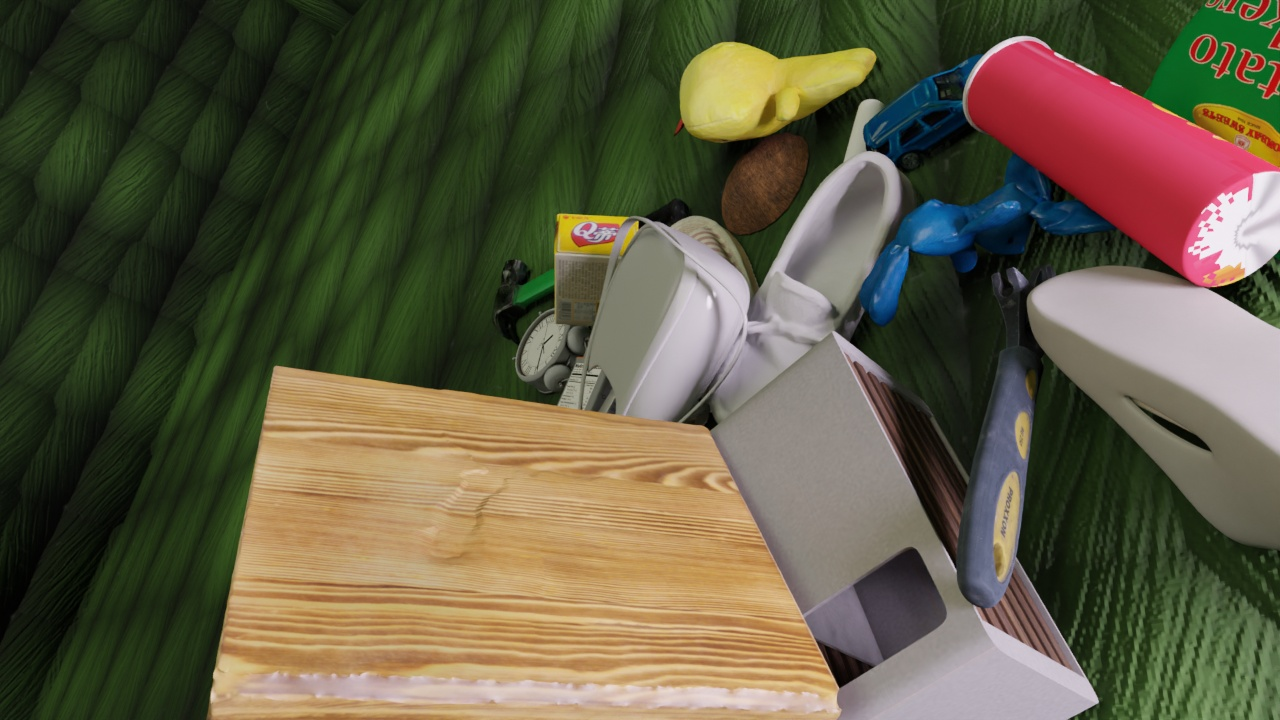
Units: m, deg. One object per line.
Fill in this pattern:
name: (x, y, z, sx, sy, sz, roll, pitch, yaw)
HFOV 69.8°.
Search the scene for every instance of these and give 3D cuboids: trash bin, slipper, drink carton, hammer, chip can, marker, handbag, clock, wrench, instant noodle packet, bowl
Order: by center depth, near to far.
slipper: (0.298, 0.037, 0.446, 0.112, 0.081, 0.266, -18, 34, -20)
instant noodle packet: (0.387, -0.184, 0.479, 0.253, 0.090, 0.195, -60, 29, 27)
wrench: (0.206, 0.024, 0.507, 0.022, 0.073, 0.272, -21, 26, 41)
trash bin: (0.139, 0.114, 0.547, 0.115, 0.114, 0.228, -42, 37, 23)
chip can: (0.284, -0.129, 0.556, 0.069, 0.069, 0.220, -46, 35, 18)
slipper: (0.132, -0.050, 0.712, 0.112, 0.074, 0.247, 32, 90, 44)
handbag: (-0.004, 0.004, 0.754, 0.223, 0.095, 0.215, -62, 23, 13)
marker: (0.184, -0.165, 0.787, 0.023, 0.027, 0.133, 9, 69, 26)
slipper: (0.053, -0.053, 0.845, 0.115, 0.052, 0.262, -44, 37, 18)
drink carton: (-0.050, 0.061, 0.888, 0.076, 0.048, 0.124, 4, 67, 53)
bowl: (0.113, -0.178, 0.888, 0.102, 0.026, 0.114, -6, 59, 50)
clock: (-0.093, -0.009, 1.011, 0.094, 0.035, 0.123, -60, 33, -3)
hammer: (-0.068, -0.109, 1.063, 0.320, 0.032, 0.130, -22, 47, 41)

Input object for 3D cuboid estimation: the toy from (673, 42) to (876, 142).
toy: (0.119, -0.261, 0.881, 0.208, 0.092, 0.133, 3, 30, 29)

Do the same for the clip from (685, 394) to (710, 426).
clip: (0.034, 0.054, 0.810, 0.102, 0.052, 0.058, -122, 40, -53)

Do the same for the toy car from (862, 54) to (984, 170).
toy car: (0.233, -0.198, 0.736, 0.120, 0.043, 0.056, -30, 42, 34)

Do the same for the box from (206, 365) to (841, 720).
box: (-0.111, 0.197, 0.564, 0.286, 0.279, 0.335, -111, 35, -54)

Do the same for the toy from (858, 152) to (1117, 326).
toy: (0.228, -0.089, 0.631, 0.177, 0.071, 0.112, -26, 22, 16)

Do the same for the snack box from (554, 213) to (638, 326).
snack box: (-0.045, -0.090, 0.930, 0.106, 0.083, 0.061, 96, 175, -51)
